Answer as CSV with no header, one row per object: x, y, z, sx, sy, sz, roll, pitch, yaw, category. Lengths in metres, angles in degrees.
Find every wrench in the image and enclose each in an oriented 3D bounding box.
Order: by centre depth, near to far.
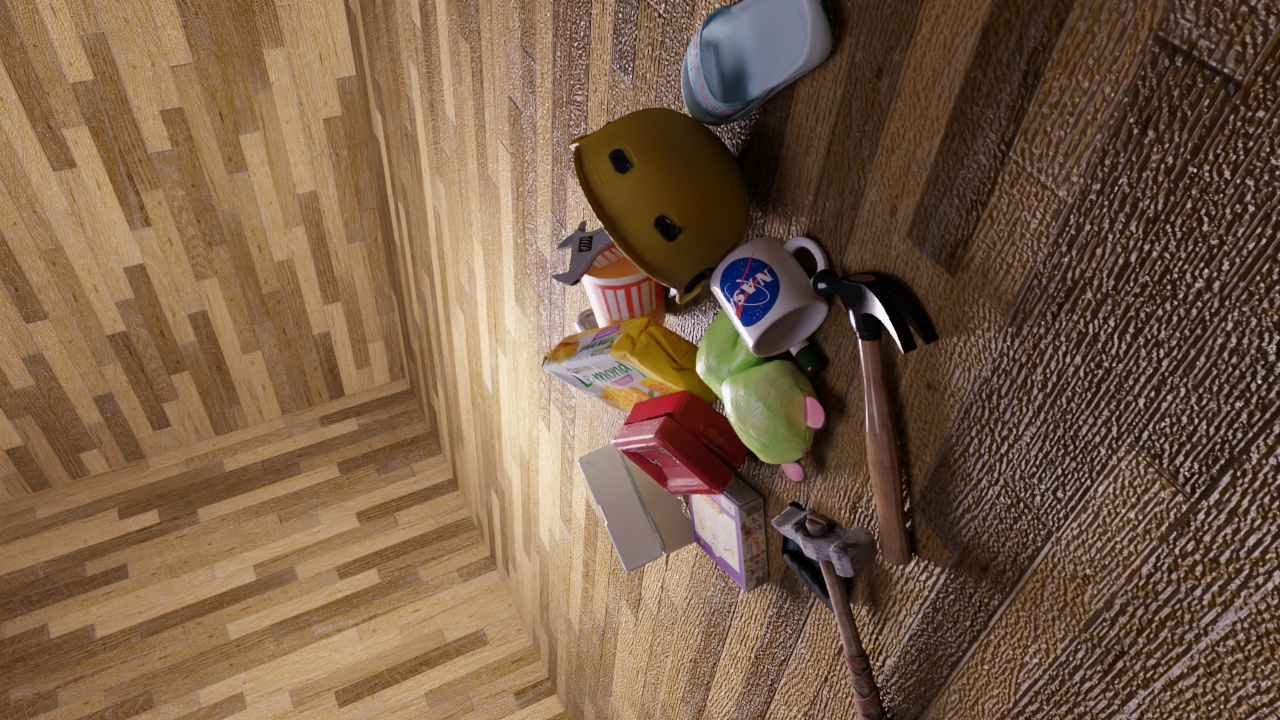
-0.016,-0.167,1.153,0.274,0.018,0.083,-21,64,39,wrench

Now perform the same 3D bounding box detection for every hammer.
0.237,0.065,0.894,0.132,0.040,0.306,27,133,61,hammer
0.235,0.306,1.041,0.122,0.048,0.319,15,130,54,hammer

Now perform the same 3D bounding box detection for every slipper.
0.095,-0.297,0.890,0.246,0.074,0.104,-2,105,66,slipper

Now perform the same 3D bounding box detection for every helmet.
0.036,-0.180,0.965,0.209,0.140,0.239,55,-168,-1,helmet

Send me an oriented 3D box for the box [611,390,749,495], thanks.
0.052,0.109,1.212,0.129,0.092,0.158,38,159,-17,box

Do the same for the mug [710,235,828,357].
0.143,-0.076,0.951,0.121,0.091,0.090,-44,61,28,mug

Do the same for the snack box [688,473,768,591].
0.120,0.225,1.290,0.143,0.040,0.148,37,140,55,snack box

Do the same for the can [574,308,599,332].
-0.058,-0.021,1.498,0.135,0.054,0.054,60,156,27,can

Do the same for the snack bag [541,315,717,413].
-0.007,0.007,1.237,0.248,0.159,0.068,-10,54,52,snack bag

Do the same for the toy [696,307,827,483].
0.130,0.033,1.041,0.150,0.107,0.196,100,154,-50,toy

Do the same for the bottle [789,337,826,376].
0.166,-0.029,1.000,0.106,0.025,0.025,60,156,26,bottle

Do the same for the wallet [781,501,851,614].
0.212,0.234,1.099,0.115,0.026,0.089,47,148,44,wallet

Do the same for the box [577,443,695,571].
-0.004,0.219,1.451,0.041,0.134,0.197,107,140,-72,box

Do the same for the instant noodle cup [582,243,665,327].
-0.020,-0.099,1.272,0.123,0.123,0.121,47,155,47,instant noodle cup

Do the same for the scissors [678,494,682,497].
0.072,0.183,1.410,0.128,0.011,0.126,65,156,20,scissors
